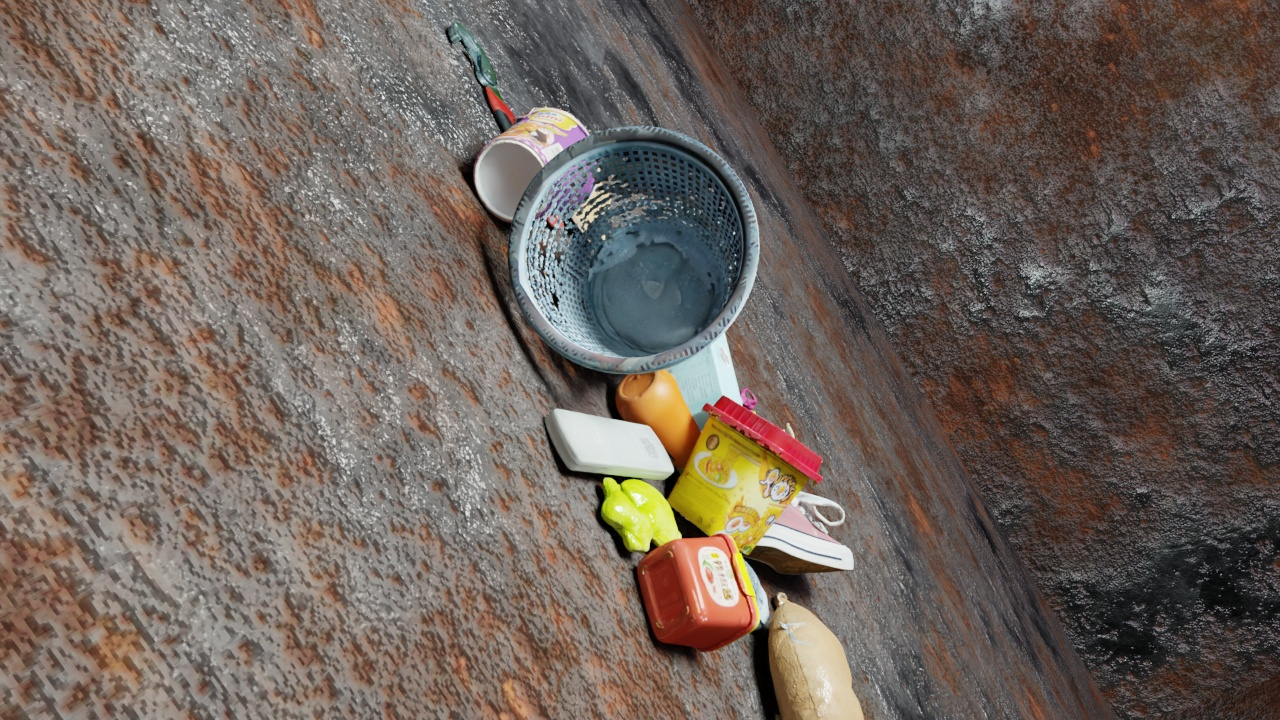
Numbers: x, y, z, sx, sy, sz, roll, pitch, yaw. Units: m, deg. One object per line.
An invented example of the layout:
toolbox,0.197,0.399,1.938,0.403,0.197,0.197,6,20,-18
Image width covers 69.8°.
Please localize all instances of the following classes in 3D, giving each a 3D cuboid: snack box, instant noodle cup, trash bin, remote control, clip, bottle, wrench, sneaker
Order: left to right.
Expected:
wrench,-0.150,-0.266,1.042,0.273,0.016,0.056,63,21,9
instant noodle cup,-0.110,-0.189,0.922,0.111,0.112,0.099,56,31,-9
remote control,-0.026,0.079,0.837,0.150,0.021,0.058,17,37,-52
trash bin,0.005,-0.086,0.903,0.226,0.226,0.195,64,4,12
bottle,0.032,0.072,0.952,0.149,0.067,0.066,55,21,-34
snack box,0.057,-0.008,1.028,0.051,0.074,0.174,31,41,-52
snack box,0.046,0.201,0.794,0.080,0.082,0.091,15,46,-43
instant noodle cup,0.099,0.118,0.921,0.116,0.123,0.116,33,-1,43
clip,0.192,0.128,1.224,0.102,0.095,0.034,50,27,3
sneaker,0.171,0.191,1.049,0.241,0.118,0.087,27,58,-46

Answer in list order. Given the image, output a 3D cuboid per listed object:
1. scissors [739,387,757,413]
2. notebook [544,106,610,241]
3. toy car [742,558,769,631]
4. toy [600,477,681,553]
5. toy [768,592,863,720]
scissors,0.134,0.053,1.264,0.135,0.017,0.107,43,30,-29
notebook,-0.084,-0.224,1.117,0.148,0.008,0.207,52,18,-23
toy car,0.103,0.230,0.939,0.105,0.031,0.048,54,24,-19
toy,0.001,0.138,0.829,0.096,0.031,0.100,54,21,-5
toy,0.169,0.308,0.928,0.225,0.082,0.143,-94,167,-53
